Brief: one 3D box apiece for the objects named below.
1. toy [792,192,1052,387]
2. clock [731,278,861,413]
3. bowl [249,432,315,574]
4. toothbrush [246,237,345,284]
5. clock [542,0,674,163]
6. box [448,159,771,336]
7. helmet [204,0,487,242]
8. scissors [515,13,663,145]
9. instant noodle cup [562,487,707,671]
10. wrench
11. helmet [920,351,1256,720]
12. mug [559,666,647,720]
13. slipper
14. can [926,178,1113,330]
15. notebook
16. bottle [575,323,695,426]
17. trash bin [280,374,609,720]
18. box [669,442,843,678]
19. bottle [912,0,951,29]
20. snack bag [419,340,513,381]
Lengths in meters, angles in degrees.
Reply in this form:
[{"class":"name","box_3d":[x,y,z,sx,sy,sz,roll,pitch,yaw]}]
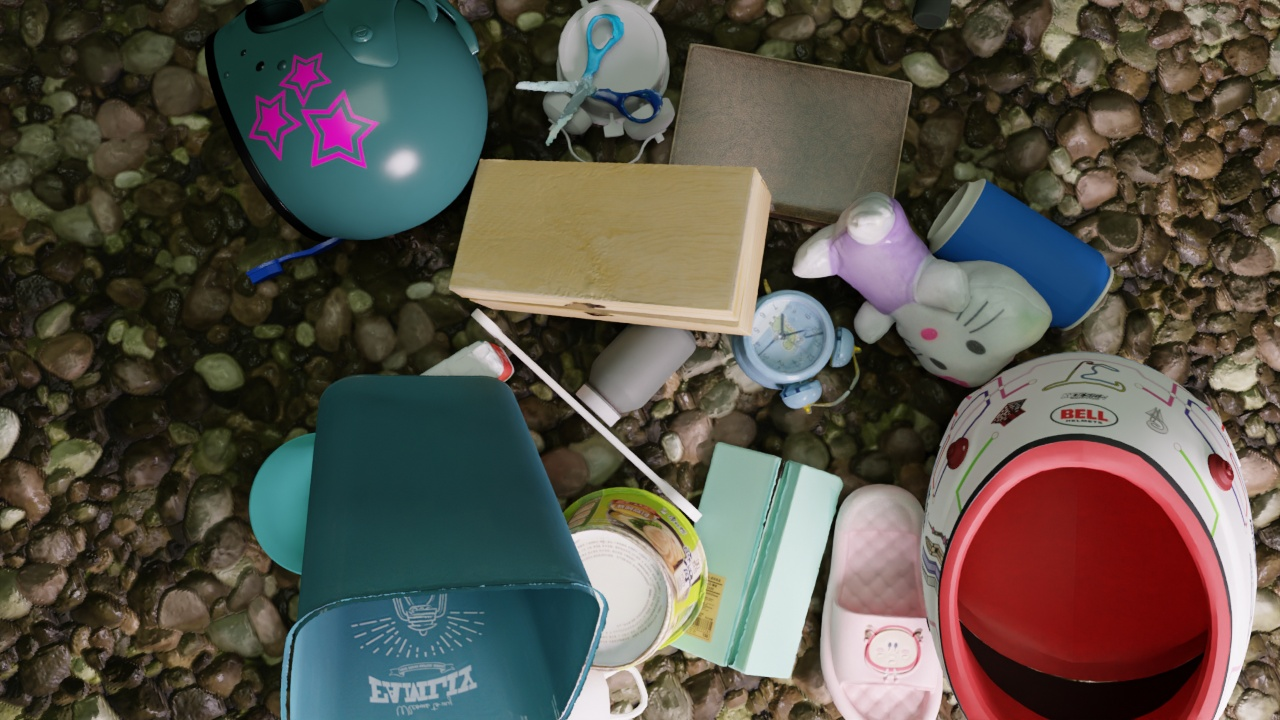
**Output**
[{"class":"toy","box_3d":[0.241,-0.060,0.787,0.209,0.138,0.085,34,59,-10]},{"class":"clock","box_3d":[0.139,-0.011,0.822,0.124,0.052,0.088,41,83,2]},{"class":"bowl","box_3d":[-0.271,0.124,0.801,0.121,0.046,0.121,0,85,-2]},{"class":"toothbrush","box_3d":[-0.270,-0.113,0.840,0.186,0.016,0.011,-25,88,-6]},{"class":"clock","box_3d":[-0.027,-0.253,0.839,0.120,0.061,0.159,5,89,-1]},{"class":"box","box_3d":[-0.026,-0.099,0.767,0.249,0.091,0.128,7,88,20]},{"class":"helmet","box_3d":[-0.234,-0.242,0.774,0.200,0.176,0.274,-28,73,5]},{"class":"scissors","box_3d":[-0.038,-0.236,0.800,0.127,0.014,0.127,36,90,0]},{"class":"instant noodle cup","box_3d":[-0.021,0.184,0.761,0.146,0.097,0.146,1,93,12]},{"class":"wrench","box_3d":[-0.049,0.048,0.818,0.273,0.047,0.009,42,85,4]},{"class":"helmet","box_3d":[0.343,0.150,0.722,0.231,0.235,0.314,2,93,25]},{"class":"mug","box_3d":[-0.054,0.286,0.776,0.123,0.090,0.076,-7,74,-20]},{"class":"slipper","box_3d":[0.212,0.219,0.802,0.107,0.056,0.221,0,84,0]},{"class":"can","box_3d":[0.336,-0.095,0.821,0.146,0.079,0.079,33,85,2]},{"class":"notebook","box_3d":[0.135,-0.182,0.845,0.215,0.034,0.190,10,86,-1]},{"class":"bottle","box_3d":[-0.005,0.005,0.812,0.060,0.060,0.108,43,85,2]},{"class":"trash bin","box_3d":[-0.152,0.137,0.660,0.196,0.200,0.218,1,40,-21]},{"class":"box","box_3d":[0.101,0.177,0.816,0.113,0.078,0.187,11,82,28]},{"class":"bottle","box_3d":[0.287,-0.377,0.868,0.033,0.033,0.123,16,84,0]},{"class":"snack bag","box_3d":[-0.150,0.016,0.781,0.077,0.116,0.036,-32,90,-3]}]
